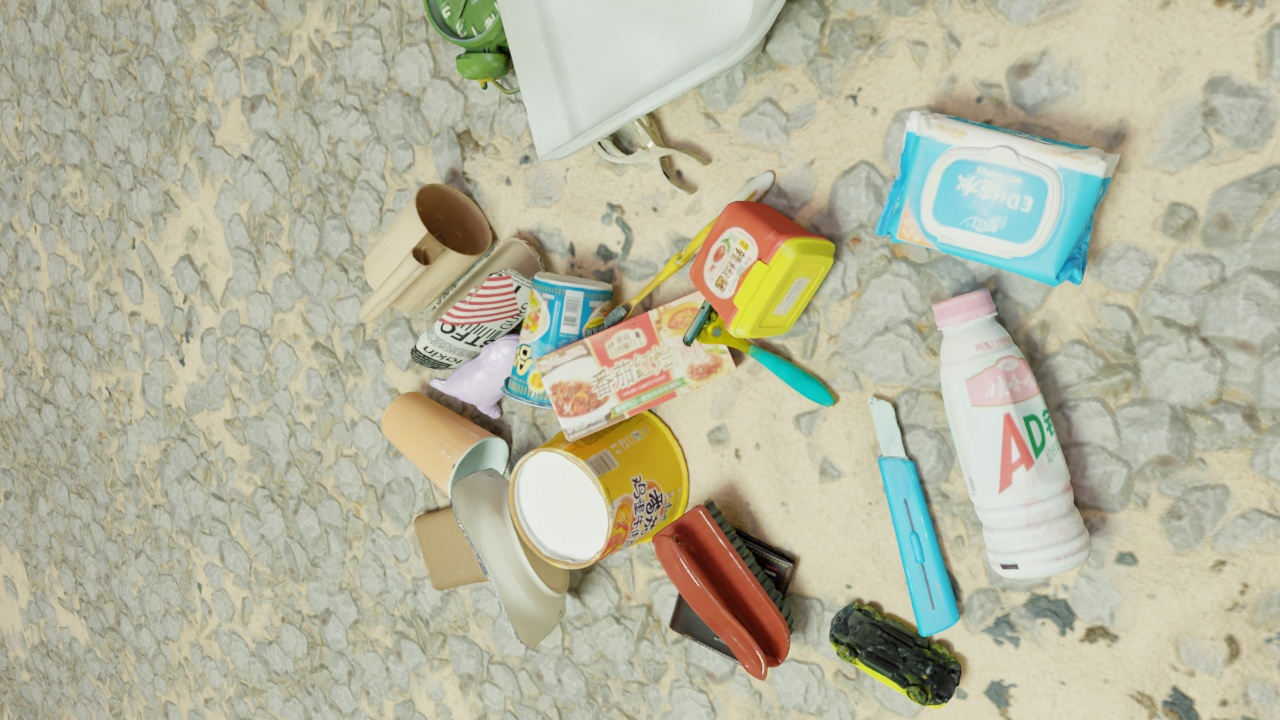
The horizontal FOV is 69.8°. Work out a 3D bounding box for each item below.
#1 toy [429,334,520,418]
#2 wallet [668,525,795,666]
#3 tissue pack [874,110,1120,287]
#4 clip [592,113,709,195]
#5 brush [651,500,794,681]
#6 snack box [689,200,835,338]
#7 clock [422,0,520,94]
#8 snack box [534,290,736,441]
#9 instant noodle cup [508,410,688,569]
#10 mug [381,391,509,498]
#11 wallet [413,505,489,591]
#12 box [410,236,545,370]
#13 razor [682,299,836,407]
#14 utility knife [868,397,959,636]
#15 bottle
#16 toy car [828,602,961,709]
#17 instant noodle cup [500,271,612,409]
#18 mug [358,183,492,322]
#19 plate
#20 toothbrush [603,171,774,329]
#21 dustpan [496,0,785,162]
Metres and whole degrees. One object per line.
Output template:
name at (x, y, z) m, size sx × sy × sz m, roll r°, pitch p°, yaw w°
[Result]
toy at (-0.137, 0.014, 0.884) m, size 0.108 × 0.084 × 0.038 m, roll -37°, pitch 40°, yaw 24°
wallet at (0.080, 0.208, 0.813) m, size 0.096 × 0.020 × 0.122 m, roll 24°, pitch 115°, yaw 26°
tissue pack at (0.235, -0.108, 0.612) m, size 0.140 × 0.063 × 0.090 m, roll 22°, pitch 112°, yaw 27°
clip at (0.000, -0.167, 0.770) m, size 0.104 × 0.034 × 0.083 m, roll 48°, pitch 119°, yaw 5°
brush at (0.070, 0.194, 0.761) m, size 0.063 × 0.069 × 0.146 m, roll -40°, pitch 84°, yaw 33°
snack box at (0.091, -0.072, 0.709) m, size 0.080 × 0.081 × 0.091 m, roll 47°, pitch 121°, yaw 31°
clock at (-0.130, -0.312, 0.805) m, size 0.116 × 0.056 × 0.161 m, roll -30°, pitch 85°, yaw 35°
snack box at (-0.005, 0.004, 0.762) m, size 0.153 × 0.025 × 0.075 m, roll -23°, pitch 88°, yaw -4°
instant noodle cup at (-0.042, 0.115, 0.814) m, size 0.138 × 0.109 × 0.138 m, roll 9°, pitch 107°, yaw 31°
mug at (-0.204, 0.084, 0.937) m, size 0.123 × 0.078 × 0.078 m, roll 30°, pitch 116°, yaw 30°
wallet at (-0.189, 0.196, 0.976) m, size 0.116 × 0.033 × 0.090 m, roll -21°, pitch 86°, yaw 35°
box at (-0.155, -0.056, 0.882) m, size 0.163 × 0.076 × 0.087 m, roll -40°, pitch 46°, yaw 33°
razor at (0.099, 0.000, 0.738) m, size 0.132 × 0.028 × 0.043 m, roll 31°, pitch 104°, yaw 5°
utility knife at (0.208, 0.119, 0.709) m, size 0.034 × 0.018 × 0.191 m, roll -15°, pitch 91°, yaw 30°
bottle at (0.250, 0.049, 0.638) m, size 0.068 × 0.068 × 0.197 m, roll -18°, pitch 88°, yaw 34°
toy car at (0.199, 0.235, 0.728) m, size 0.105 × 0.048 × 0.032 m, roll 26°, pitch 147°, yaw 24°
instant noodle cup at (-0.067, -0.019, 0.814) m, size 0.099 × 0.099 × 0.110 m, roll 15°, pitch 101°, yaw 29°
mug at (-0.211, -0.095, 0.871) m, size 0.084 × 0.124 × 0.104 m, roll 42°, pitch 126°, yaw -15°
plate at (-0.108, 0.172, 0.852) m, size 0.034 × 0.164 × 0.163 m, roll -27°, pitch 87°, yaw 9°
toothbrush at (0.036, -0.087, 0.752) m, size 0.192 × 0.018 × 0.016 m, roll -41°, pitch 84°, yaw 20°
dustpan at (-0.007, -0.292, 0.660) m, size 0.258 × 0.142 × 0.222 m, roll -14°, pitch 93°, yaw 14°
